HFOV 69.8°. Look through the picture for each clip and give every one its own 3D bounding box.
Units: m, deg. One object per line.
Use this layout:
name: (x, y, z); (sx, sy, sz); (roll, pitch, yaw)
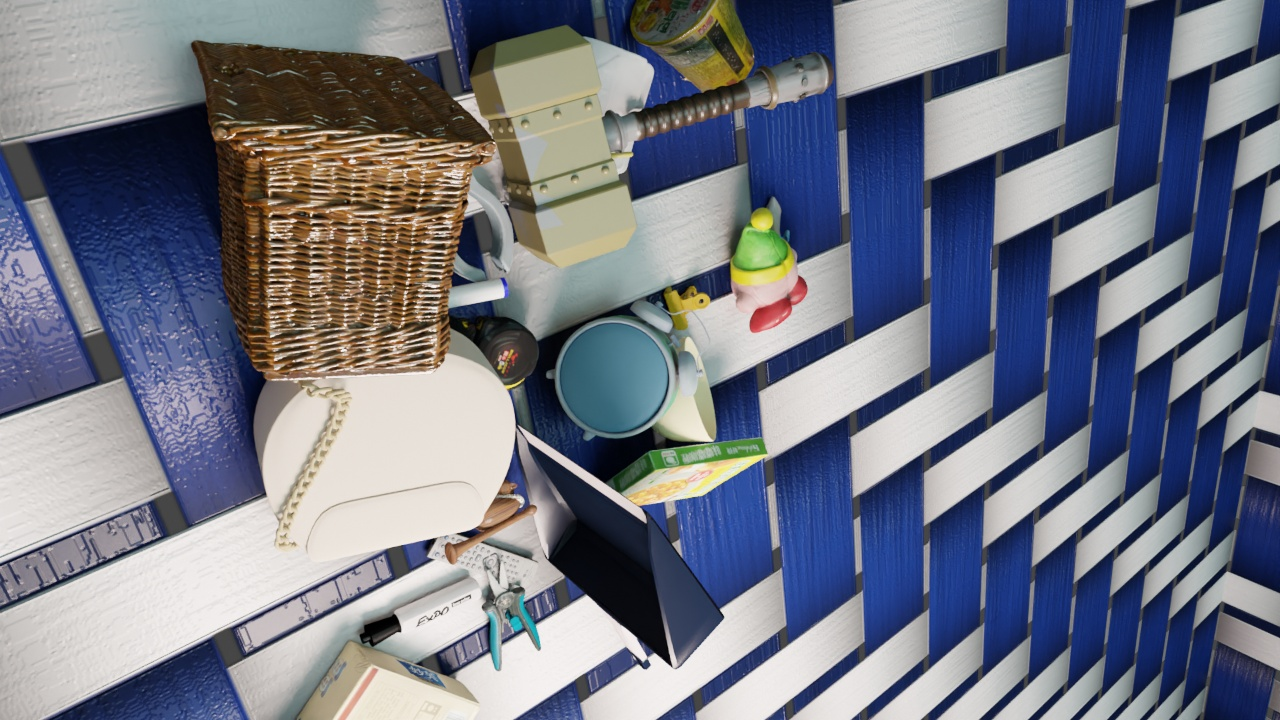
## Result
clip: (0.054, -0.063, 1.029); (0.046, 0.035, 0.053); (-32, 122, -17)
clip: (-0.154, -0.151, 0.833); (0.107, 0.028, 0.163); (-41, 128, -21)

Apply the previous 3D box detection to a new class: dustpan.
dustpan: (-0.030, 0.214, 0.924); (0.080, 0.236, 0.273); (-45, 128, -16)

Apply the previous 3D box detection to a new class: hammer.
hammer: (0.031, -0.225, 0.837); (0.324, 0.101, 0.190); (-20, 109, -16)

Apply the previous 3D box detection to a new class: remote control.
remote control: (-0.163, 0.208, 0.963); (0.136, 0.013, 0.033); (31, 86, -41)

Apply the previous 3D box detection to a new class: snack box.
snack box: (0.042, 0.130, 1.034); (0.167, 0.132, 0.027); (-3, 64, -38)
snack box: (-0.280, 0.400, 0.912); (0.153, 0.055, 0.207); (40, 80, -40)

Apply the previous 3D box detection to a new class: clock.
clock: (-0.005, 0.006, 0.931); (0.162, 0.075, 0.122); (-31, 89, 9)

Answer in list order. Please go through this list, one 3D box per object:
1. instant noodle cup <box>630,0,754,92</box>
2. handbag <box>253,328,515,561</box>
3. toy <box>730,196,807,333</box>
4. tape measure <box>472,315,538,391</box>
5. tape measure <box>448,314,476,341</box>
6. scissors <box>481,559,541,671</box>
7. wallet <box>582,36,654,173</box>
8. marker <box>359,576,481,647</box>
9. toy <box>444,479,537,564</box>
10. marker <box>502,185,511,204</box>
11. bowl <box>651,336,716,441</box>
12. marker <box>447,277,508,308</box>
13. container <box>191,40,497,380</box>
instant noodle cup: (0.059, -0.322, 0.904); (0.108, 0.102, 0.102); (34, 83, -50)
handbag: (-0.215, 0.072, 0.789); (0.210, 0.103, 0.209); (-8, 123, -26)
toy: (0.149, -0.116, 1.051); (0.124, 0.097, 0.131); (-42, 108, -28)
tape measure: (-0.137, -0.007, 0.889); (0.072, 0.042, 0.071); (20, 92, -37)
tape measure: (-0.189, -0.015, 0.845); (0.062, 0.038, 0.067); (25, 91, -41)
scissors: (-0.143, 0.281, 0.997); (0.122, 0.019, 0.149); (-52, 131, 0)
wallet: (-0.035, -0.242, 0.879); (0.086, 0.032, 0.116); (9, 96, -28)
marker: (-0.221, 0.254, 0.926); (0.125, 0.025, 0.025); (-19, 117, -33)
toy: (-0.157, 0.157, 0.925); (0.101, 0.055, 0.042); (-26, 158, -27)
marker: (-0.074, -0.175, 0.895); (0.133, 0.017, 0.020); (-22, 155, -32)
bowl: (0.032, 0.039, 1.012); (0.074, 0.117, 0.118); (-15, 124, 13)
marker: (-0.189, -0.052, 0.826); (0.141, 0.020, 0.020); (-13, 114, -22)
container: (-0.221, -0.108, 0.651); (0.162, 0.250, 0.183); (-3, 118, -27)
